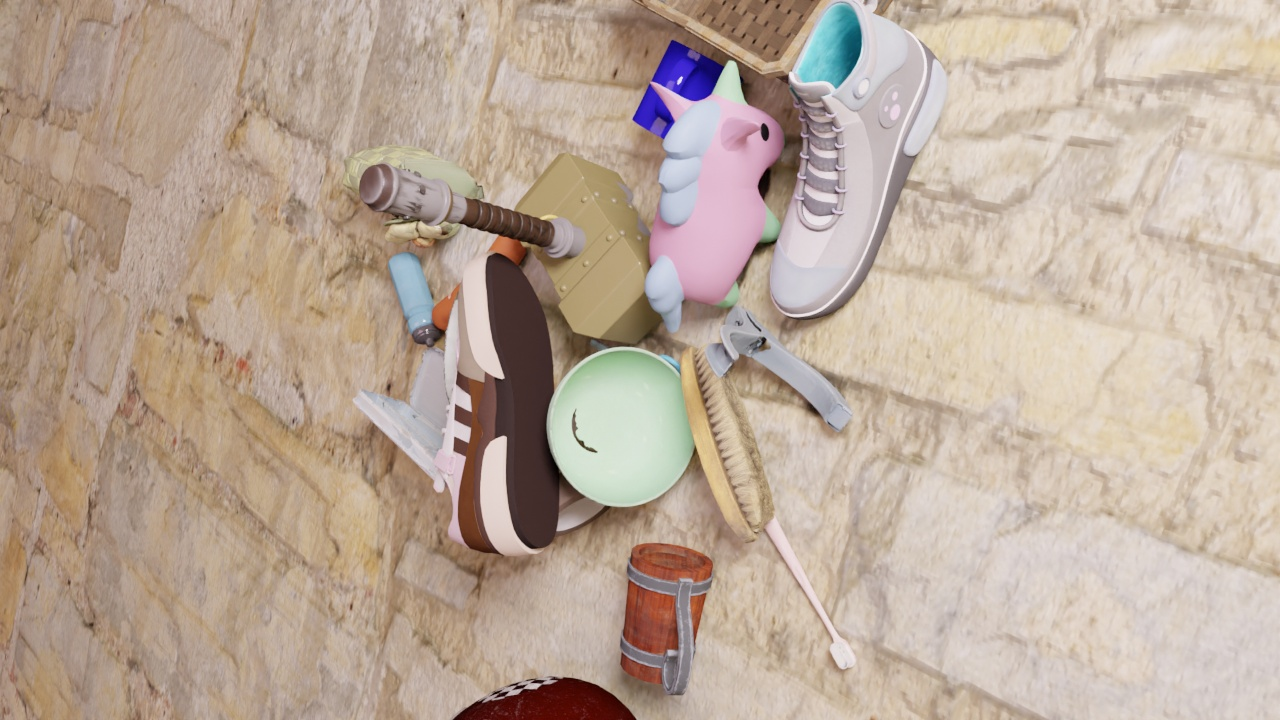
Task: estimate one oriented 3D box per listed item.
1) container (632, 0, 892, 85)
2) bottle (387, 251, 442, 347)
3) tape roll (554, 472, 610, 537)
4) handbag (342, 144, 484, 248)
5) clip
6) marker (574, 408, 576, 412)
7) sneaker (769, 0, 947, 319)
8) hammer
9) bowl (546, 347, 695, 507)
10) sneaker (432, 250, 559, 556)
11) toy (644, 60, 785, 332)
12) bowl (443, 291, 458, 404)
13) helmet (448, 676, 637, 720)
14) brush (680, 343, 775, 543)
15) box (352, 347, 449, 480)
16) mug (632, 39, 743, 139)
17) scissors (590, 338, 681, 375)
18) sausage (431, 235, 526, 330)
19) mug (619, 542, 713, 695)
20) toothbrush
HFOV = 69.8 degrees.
[{"bbox_3d":[0.079,-0.349,0.790,0.250,0.186,0.158,44,106,37],"label":"container"},{"bbox_3d":[-0.282,-0.074,1.154,0.040,0.040,0.130,-35,66,30],"label":"bottle"},{"bbox_3d":[-0.070,0.143,0.940,0.094,0.093,0.030,-45,61,26],"label":"tape roll"},{"bbox_3d":[-0.287,-0.201,1.135,0.186,0.113,0.117,27,116,39],"label":"handbag"},{"bbox_3d":[0.129,0.014,0.809,0.164,0.168,0.031,36,111,-1],"label":"clip"},{"bbox_3d":[-0.050,0.036,0.978,0.143,0.012,0.012,-33,67,36],"label":"marker"},{"bbox_3d":[0.150,-0.160,0.756,0.093,0.160,0.257,30,103,35],"label":"sneaker"},{"bbox_3d":[-0.116,-0.124,0.850,0.101,0.324,0.190,-44,62,25],"label":"hammer"},{"bbox_3d":[-0.027,0.063,0.891,0.077,0.150,0.151,179,95,-67],"label":"bowl"},{"bbox_3d":[-0.156,0.044,0.894,0.117,0.111,0.293,-11,81,23],"label":"sneaker"},{"bbox_3d":[0.055,-0.135,0.815,0.120,0.171,0.222,33,96,35],"label":"toy"},{"bbox_3d":[-0.155,-0.012,0.998,0.073,0.153,0.153,7,90,8],"label":"bowl"},{"bbox_3d":[-0.098,0.418,0.838,0.234,0.253,0.233,-30,74,16],"label":"helmet"},{"bbox_3d":[0.079,0.072,0.852,0.043,0.059,0.195,-25,64,22],"label":"brush"},{"bbox_3d":[-0.242,0.067,1.073,0.211,0.105,0.130,26,98,36],"label":"box"},{"bbox_3d":[0.041,-0.252,0.878,0.079,0.111,0.084,31,106,9],"label":"mug"},{"bbox_3d":[-0.006,0.006,0.957,0.136,0.015,0.055,31,114,40],"label":"scissors"},{"bbox_3d":[-0.192,-0.090,1.087,0.165,0.039,0.044,-42,57,27],"label":"sausage"},{"bbox_3d":[0.026,0.243,0.856,0.117,0.081,0.111,-150,68,-72],"label":"mug"},{"bbox_3d":[0.140,0.191,0.824,0.016,0.018,0.181,-41,63,25],"label":"toothbrush"}]
